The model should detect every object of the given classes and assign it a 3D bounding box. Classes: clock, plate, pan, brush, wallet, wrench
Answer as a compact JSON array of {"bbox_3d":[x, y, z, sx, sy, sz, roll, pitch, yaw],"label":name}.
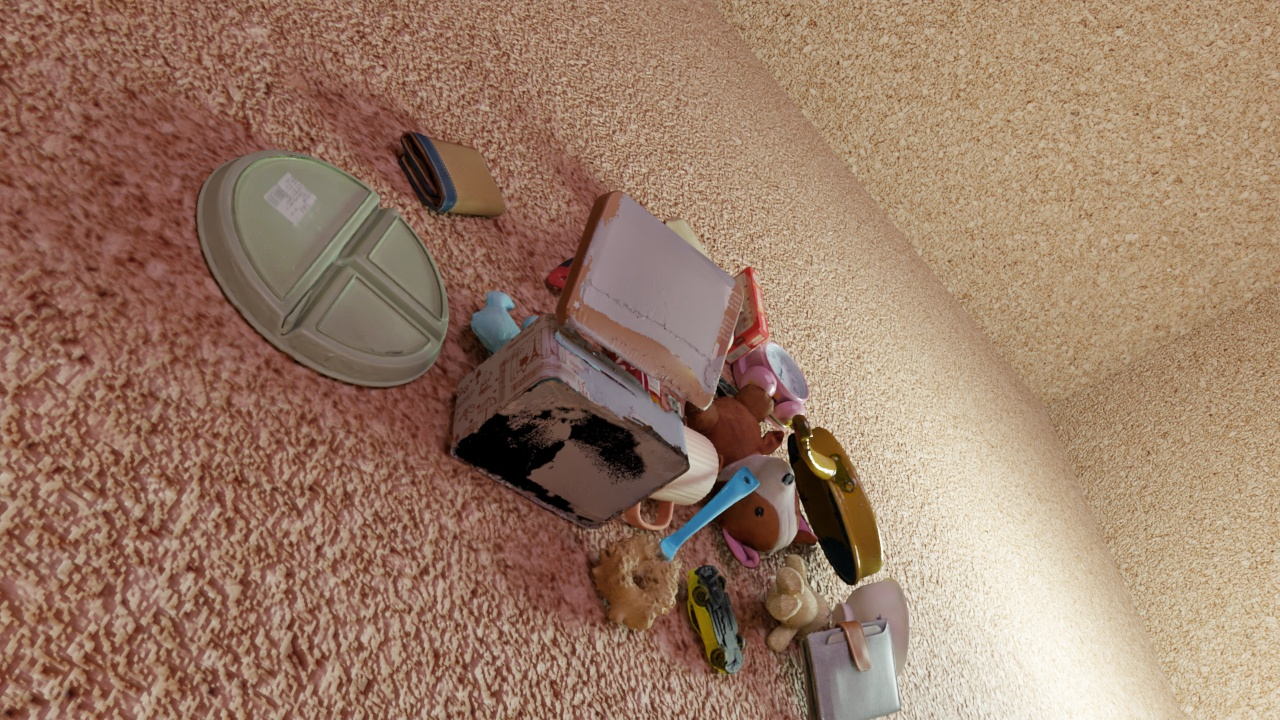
[{"bbox_3d":[0.186,0.038,1.301,0.117,0.060,0.158,46,29,-16],"label":"clock"},{"bbox_3d":[-0.247,-0.081,0.753,0.230,0.028,0.229,40,29,-28],"label":"plate"},{"bbox_3d":[0.211,0.142,1.062,0.358,0.078,0.197,77,-9,-58],"label":"pan"},{"bbox_3d":[0.045,0.164,0.870,0.083,0.046,0.253,50,43,7],"label":"brush"},{"bbox_3d":[-0.197,-0.194,0.968,0.090,0.033,0.115,62,26,8],"label":"wallet"},{"bbox_3d":[0.228,0.333,0.981,0.129,0.037,0.106,3,77,-37],"label":"wallet"},{"bbox_3d":[-0.052,-0.130,1.136,0.056,0.016,0.272,26,26,11],"label":"wrench"}]

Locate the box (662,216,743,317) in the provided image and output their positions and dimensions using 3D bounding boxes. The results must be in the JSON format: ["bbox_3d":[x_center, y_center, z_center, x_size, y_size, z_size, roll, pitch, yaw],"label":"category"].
[{"bbox_3d":[0.075,-0.119,1.283,0.168,0.076,0.091,57,27,3],"label":"box"}]

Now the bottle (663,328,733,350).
[{"bbox_3d":[0.059,-0.049,1.134,0.065,0.065,0.218,64,14,17],"label":"bottle"}]

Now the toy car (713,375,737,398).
[{"bbox_3d":[0.110,0.069,1.161,0.070,0.042,0.158,29,33,-42],"label":"toy car"}]

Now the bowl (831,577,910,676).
[{"bbox_3d":[0.264,0.314,1.084,0.064,0.118,0.118,5,41,-6],"label":"bowl"}]

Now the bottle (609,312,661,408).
[{"bbox_3d":[-0.006,0.006,1.018,0.057,0.058,0.174,40,30,-28],"label":"bottle"}]

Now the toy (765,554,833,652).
[{"bbox_3d":[0.165,0.256,0.972,0.157,0.066,0.105,52,44,-61],"label":"toy"}]

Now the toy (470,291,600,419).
[{"bbox_3d":[-0.091,-0.002,0.894,0.161,0.050,0.155,59,33,5],"label":"toy"}]

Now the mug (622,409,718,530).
[{"bbox_3d":[0.017,0.112,0.916,0.105,0.082,0.114,27,66,-50],"label":"mug"}]

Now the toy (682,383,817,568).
[{"bbox_3d":[0.123,0.127,1.029,0.140,0.131,0.199,-10,75,-31],"label":"toy"}]

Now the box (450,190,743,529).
[{"bbox_3d":[-0.026,0.009,0.787,0.179,0.270,0.134,34,3,-33],"label":"box"}]

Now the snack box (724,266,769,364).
[{"bbox_3d":[0.145,-0.068,1.339,0.025,0.075,0.152,39,30,-29],"label":"snack box"}]

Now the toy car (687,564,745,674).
[{"bbox_3d":[0.070,0.251,0.886,0.048,0.032,0.105,-3,73,-60],"label":"toy car"}]
